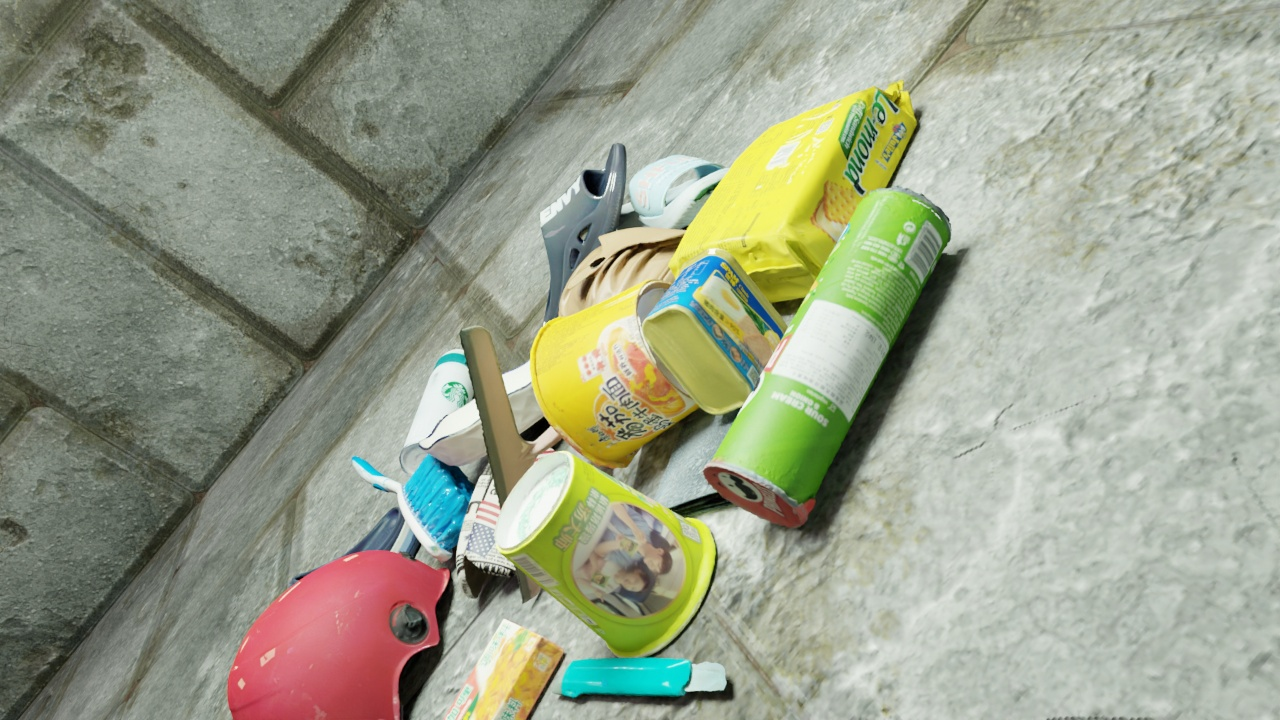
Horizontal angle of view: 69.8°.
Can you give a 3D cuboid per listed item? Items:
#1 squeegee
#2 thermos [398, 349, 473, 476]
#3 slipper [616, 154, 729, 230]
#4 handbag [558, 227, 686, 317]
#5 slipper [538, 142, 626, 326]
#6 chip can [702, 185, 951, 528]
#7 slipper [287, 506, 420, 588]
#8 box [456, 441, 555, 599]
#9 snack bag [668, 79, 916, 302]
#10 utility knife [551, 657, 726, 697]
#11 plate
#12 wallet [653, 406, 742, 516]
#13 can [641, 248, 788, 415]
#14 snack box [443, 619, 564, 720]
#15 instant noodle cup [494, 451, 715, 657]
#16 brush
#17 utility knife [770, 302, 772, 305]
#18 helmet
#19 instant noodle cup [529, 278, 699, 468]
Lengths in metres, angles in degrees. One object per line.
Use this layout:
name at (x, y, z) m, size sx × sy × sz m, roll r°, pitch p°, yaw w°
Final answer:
squeegee at (-0.069, 0.043, 0.834) m, size 0.040 × 0.248 × 0.249 m, roll -3°, pitch 22°, yaw 17°
thermos at (-0.262, 0.064, 1.232) m, size 0.073 × 0.073 × 0.223 m, roll -39°, pitch 25°, yaw 25°
slipper at (0.032, -0.191, 1.040) m, size 0.104 × 0.074 × 0.246 m, roll -30°, pitch 14°, yaw -19°
handbag at (-0.011, -0.076, 0.937) m, size 0.147 × 0.100 × 0.205 m, roll -52°, pitch 22°, yaw -7°
slipper at (-0.086, -0.131, 1.077) m, size 0.110 × 0.083 × 0.269 m, roll -100°, pitch 30°, yaw -62°
chip can at (0.129, -0.006, 0.611) m, size 0.235 × 0.072 × 0.072 m, roll -58°, pitch 24°, yaw -19°
slipper at (-0.349, 0.269, 1.047) m, size 0.252 × 0.095 × 0.105 m, roll -54°, pitch 20°, yaw -19°
box at (-0.124, 0.150, 0.883) m, size 0.086 × 0.076 × 0.161 m, roll -5°, pitch 37°, yaw 17°
snack bag at (0.130, -0.146, 0.800) m, size 0.158 × 0.068 × 0.245 m, roll -6°, pitch 44°, yaw 50°
utility knife at (-0.005, 0.209, 0.600) m, size 0.183 × 0.013 × 0.029 m, roll -23°, pitch 38°, yaw 50°
plate at (-0.144, 0.046, 1.000) m, size 0.205 × 0.045 × 0.204 m, roll -34°, pitch 9°, yaw 6°
wallet at (0.060, 0.070, 0.692) m, size 0.121 × 0.019 × 0.097 m, roll -26°, pitch 30°, yaw 47°
can at (0.058, -0.021, 0.703) m, size 0.057 × 0.102 × 0.083 m, roll -28°, pitch 18°, yaw 43°
snack box at (-0.121, 0.276, 0.694) m, size 0.077 × 0.027 × 0.155 m, roll -8°, pitch 46°, yaw 60°
instant noodle cup at (-0.030, 0.126, 0.631) m, size 0.112 × 0.123 × 0.111 m, roll -41°, pitch 24°, yaw 22°
brush at (-0.266, 0.142, 1.062) m, size 0.109 × 0.060 × 0.314 m, roll -51°, pitch 35°, yaw -2°
utility knife at (0.113, -0.073, 0.814) m, size 0.033 × 0.015 × 0.201 m, roll -14°, pitch 41°, yaw 51°
helmet at (-0.299, 0.273, 0.885) m, size 0.208 × 0.144 × 0.239 m, roll -31°, pitch 28°, yaw 43°
instant noodle cup at (-0.005, 0.004, 0.762) m, size 0.110 × 0.138 × 0.137 m, roll -28°, pitch 31°, yaw 34°
